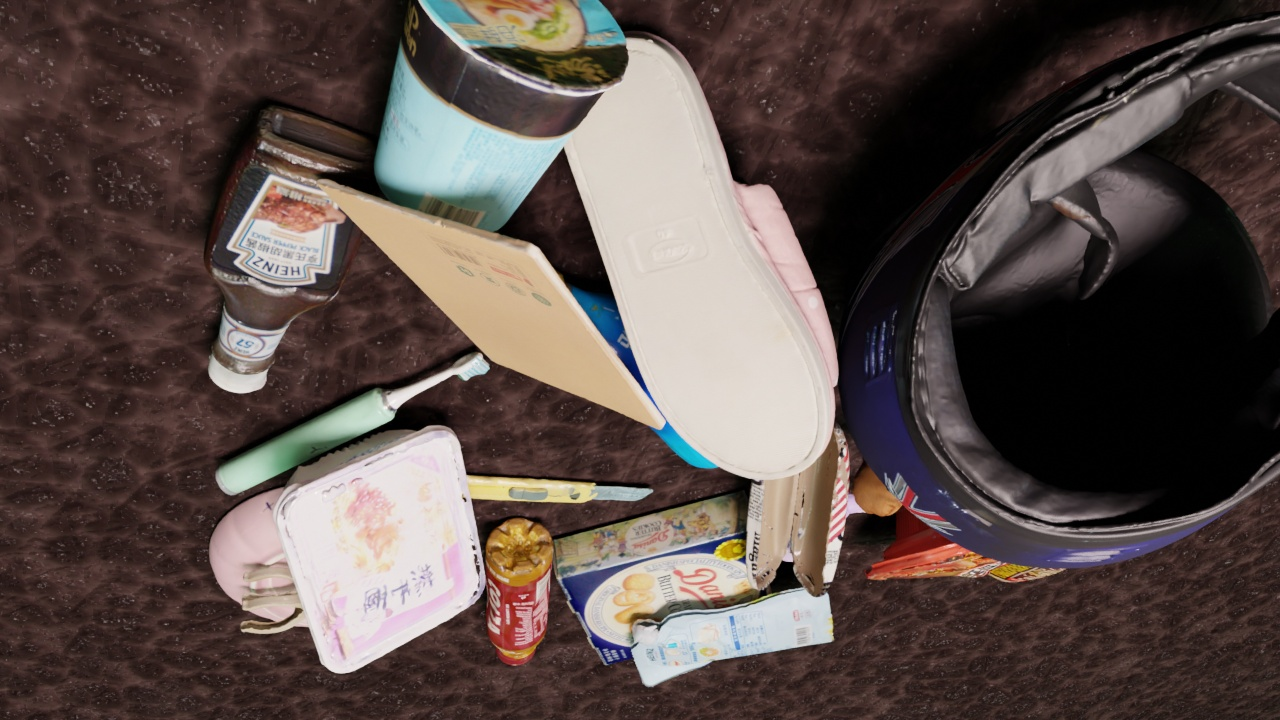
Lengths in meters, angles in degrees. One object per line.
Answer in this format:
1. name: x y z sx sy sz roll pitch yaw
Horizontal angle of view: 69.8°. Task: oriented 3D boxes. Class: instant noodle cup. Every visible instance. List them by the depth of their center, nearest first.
1. instant noodle cup: -0.081 -0.130 0.467 0.111 0.111 0.121 14 138 -25
2. instant noodle cup: -0.196 0.130 0.684 0.137 0.060 0.174 -24 127 -30
3. instant noodle cup: 0.305 0.155 0.819 0.188 0.079 0.165 -1 160 -13

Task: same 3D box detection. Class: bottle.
1. bottle: -0.218 -0.055 0.546 0.079 0.044 0.195 14 130 -28
2. bottle: -0.004 0.004 0.635 0.065 0.065 0.218 -34 132 20
3. bottle: -0.111 0.215 0.828 0.057 0.057 0.175 -2 134 -11

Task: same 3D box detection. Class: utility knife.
1. utility knife: -0.086 0.105 0.759 0.198 0.021 0.031 2 139 -20

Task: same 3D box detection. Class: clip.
1. clip: -0.263 0.181 0.722 0.104 0.034 0.082 -8 136 -11

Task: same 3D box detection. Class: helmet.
1. helmet: 0.266 -0.030 0.542 0.316 0.247 0.240 -47 172 9

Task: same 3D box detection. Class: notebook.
1. notebook: -0.077 -0.026 0.531 0.148 0.008 0.208 20 162 28

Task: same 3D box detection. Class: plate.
1. plate: -0.260 0.175 0.769 0.192 0.039 0.193 -6 135 -6

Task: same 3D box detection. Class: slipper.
1. slipper: 0.036 -0.055 0.534 0.114 0.054 0.274 -19 105 25

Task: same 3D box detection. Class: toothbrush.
1. toothbrush: -0.209 0.043 0.658 0.225 0.026 0.027 -25 132 12

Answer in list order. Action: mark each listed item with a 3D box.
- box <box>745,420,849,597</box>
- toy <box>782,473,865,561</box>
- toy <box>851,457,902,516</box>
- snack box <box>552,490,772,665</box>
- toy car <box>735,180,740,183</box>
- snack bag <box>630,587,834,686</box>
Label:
1. box: 0.118 0.120 0.756 0.087 0.076 0.163 -4 116 -10
2. toy: 0.153 0.146 0.828 0.084 0.038 0.108 20 129 -5
3. toy: 0.265 0.087 0.698 0.200 0.139 0.130 4 111 22
4. snack box: 0.028 0.209 0.863 0.182 0.045 0.178 -15 136 3
5. toy car: 0.039 -0.075 0.581 0.036 0.043 0.091 34 118 3
6. snack bag: 0.084 0.258 0.864 0.191 0.038 0.110 -13 142 2
